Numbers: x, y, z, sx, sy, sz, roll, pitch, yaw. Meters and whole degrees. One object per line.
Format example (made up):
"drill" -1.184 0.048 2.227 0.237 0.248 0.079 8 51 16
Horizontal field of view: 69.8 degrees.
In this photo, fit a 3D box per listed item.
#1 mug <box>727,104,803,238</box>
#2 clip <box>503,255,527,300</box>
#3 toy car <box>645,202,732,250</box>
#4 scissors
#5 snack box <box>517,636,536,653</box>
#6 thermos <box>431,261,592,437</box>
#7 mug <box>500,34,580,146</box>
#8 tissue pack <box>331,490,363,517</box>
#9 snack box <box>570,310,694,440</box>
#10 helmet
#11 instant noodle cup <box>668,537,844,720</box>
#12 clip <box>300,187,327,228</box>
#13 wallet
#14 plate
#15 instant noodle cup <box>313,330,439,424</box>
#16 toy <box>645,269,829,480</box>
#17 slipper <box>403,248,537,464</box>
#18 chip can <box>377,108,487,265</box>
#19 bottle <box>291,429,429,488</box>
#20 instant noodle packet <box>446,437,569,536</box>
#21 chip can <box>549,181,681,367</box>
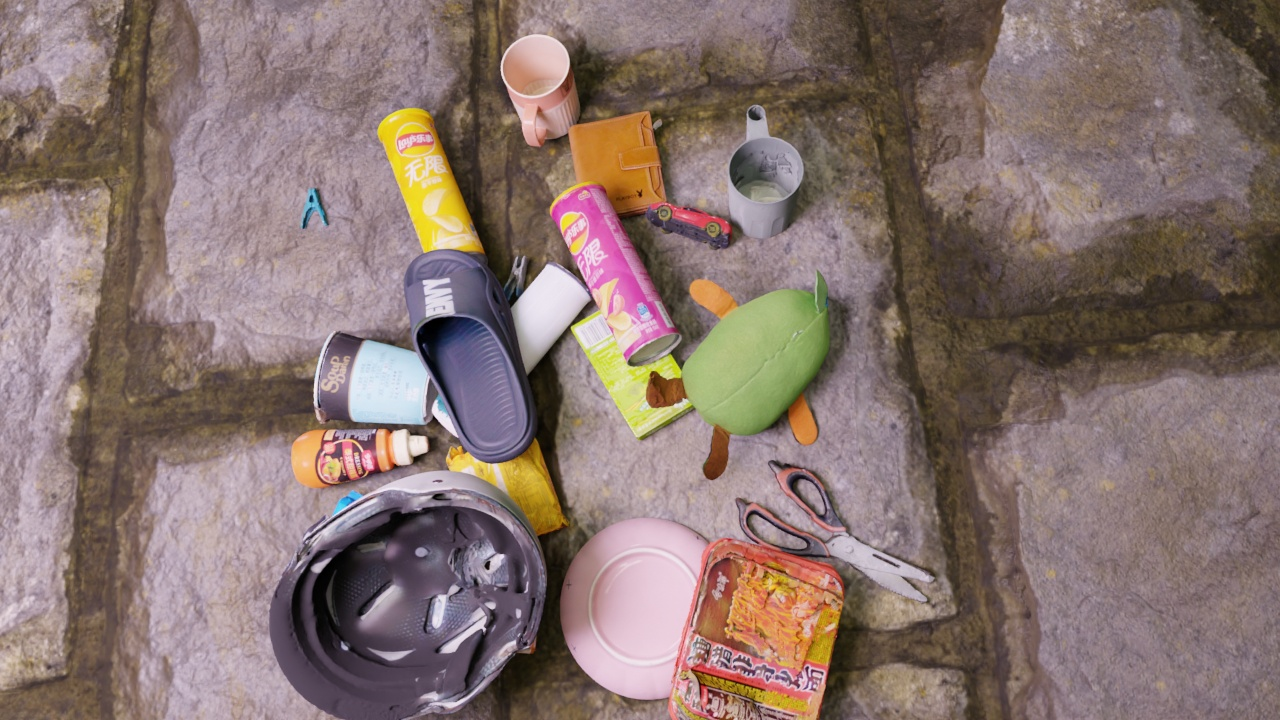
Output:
"mug" 0.141 -0.217 1.072 0.084 0.103 0.123 -7 73 3
"clip" -0.147 -0.100 1.108 0.042 0.026 0.058 5 71 14
"toy car" 0.058 -0.164 1.093 0.106 0.049 0.031 18 76 10
"scissors" 0.214 0.186 0.999 0.202 0.015 0.206 -13 73 1
"snack box" -0.188 0.276 1.005 0.154 0.026 0.075 3 74 6
"thermos" -0.150 -0.008 1.058 0.073 0.073 0.224 36 79 13
"mug" -0.121 -0.317 1.122 0.082 0.106 0.114 6 75 7
"tissue pack" -0.316 0.231 1.016 0.095 0.052 0.157 18 77 10
"snack box" -0.006 0.006 1.063 0.085 0.026 0.156 -31 74 -4
"helmet" -0.219 0.219 0.924 0.274 0.156 0.230 -38 100 11
"instant noodle cup" 0.111 0.282 0.929 0.164 0.079 0.188 20 77 -16
"clip" -0.414 -0.194 1.163 0.033 0.013 0.054 -6 76 3
"wallet" -0.022 -0.239 1.133 0.119 0.035 0.130 -12 74 8
"plate" 0.006 0.263 0.984 0.192 0.039 0.192 -1 75 5
"instant noodle cup" -0.295 0.028 1.049 0.120 0.111 0.111 9 75 -1
"toy" 0.122 0.008 1.014 0.246 0.090 0.227 -40 103 -16
"slipper" -0.187 -0.020 0.986 0.110 0.083 0.268 -24 68 -2
"chip can" -0.255 -0.202 1.120 0.072 0.072 0.213 -23 74 -1
"bottle" -0.317 0.106 1.050 0.149 0.067 0.066 -8 74 -4
"instant noodle packet" -0.150 0.143 1.030 0.110 0.044 0.128 -19 77 -7
"chip can" -0.030 -0.099 1.044 0.071 0.071 0.210 -26 73 -2
